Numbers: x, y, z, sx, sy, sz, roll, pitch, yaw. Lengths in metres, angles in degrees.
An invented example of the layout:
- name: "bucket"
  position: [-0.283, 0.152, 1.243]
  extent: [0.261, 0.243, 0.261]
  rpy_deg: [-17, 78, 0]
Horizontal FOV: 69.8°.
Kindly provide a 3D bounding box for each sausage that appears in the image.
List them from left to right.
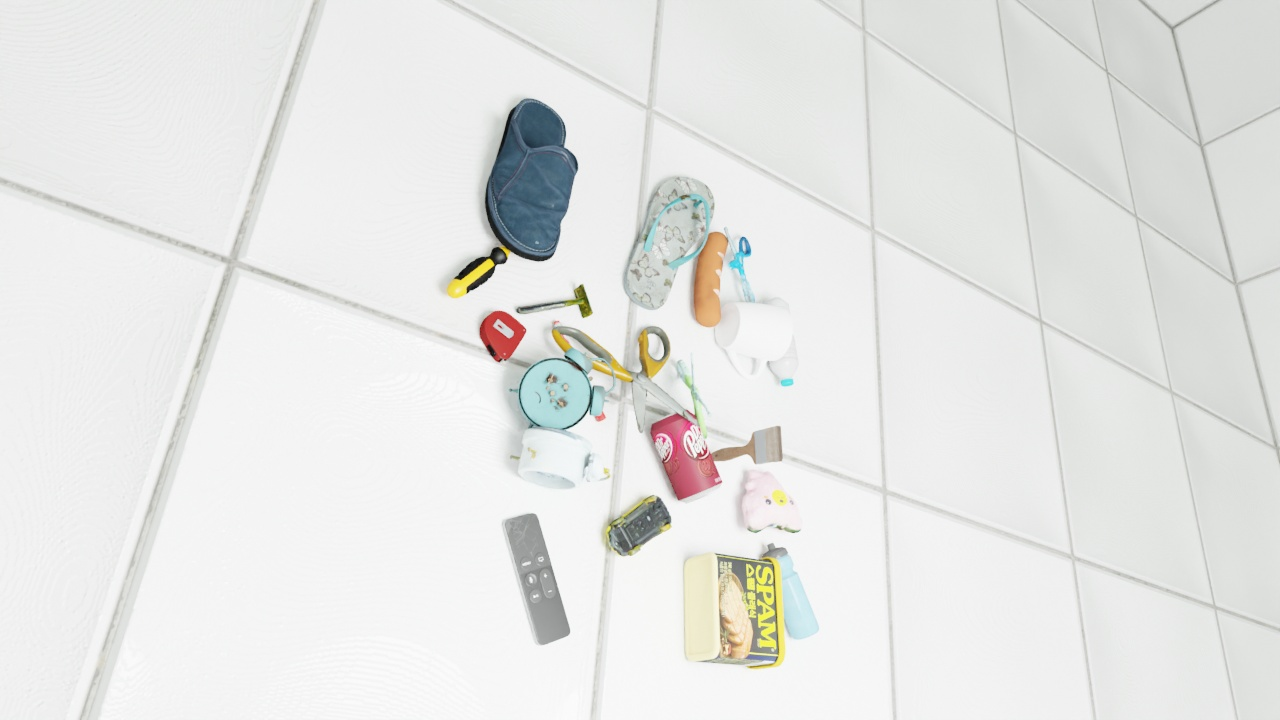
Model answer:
- name: "sausage"
  position: [0.103, -0.122, 1.355]
  extent: [0.044, 0.039, 0.164]
  rpy_deg: [15, 60, -11]

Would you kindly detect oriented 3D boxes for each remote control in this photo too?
- name: "remote control"
  position: [-0.119, 0.249, 1.050]
  extent: [0.045, 0.008, 0.146]
  rpy_deg: [-9, 76, -39]

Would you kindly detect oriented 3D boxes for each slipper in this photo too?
- name: "slipper"
  position: [-0.132, -0.256, 1.202]
  extent: [0.108, 0.084, 0.265]
  rpy_deg: [20, 56, -26]
- name: "slipper"
  position: [0.048, -0.188, 1.337]
  extent: [0.098, 0.055, 0.268]
  rpy_deg: [39, 54, -14]

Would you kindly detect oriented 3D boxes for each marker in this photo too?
- name: "marker"
  position: [-0.079, 0.013, 1.180]
  extent: [0.012, 0.013, 0.142]
  rpy_deg: [-22, 84, -41]

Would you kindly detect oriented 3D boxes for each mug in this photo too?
- name: "mug"
  position: [0.160, -0.029, 1.343]
  extent: [0.087, 0.081, 0.114]
  rpy_deg: [9, 96, -27]

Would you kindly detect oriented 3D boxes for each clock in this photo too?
- name: "clock"
  position: [-0.089, 0.119, 1.080]
  extent: [0.117, 0.083, 0.057]
  rpy_deg: [22, 64, -24]
- name: "clock"
  position: [-0.090, 0.036, 1.106]
  extent: [0.124, 0.053, 0.090]
  rpy_deg: [-22, 87, -11]

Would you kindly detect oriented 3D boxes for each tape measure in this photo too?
- name: "tape measure"
  position: [-0.172, -0.032, 1.125]
  extent: [0.051, 0.019, 0.058]
  rpy_deg: [40, 52, -16]

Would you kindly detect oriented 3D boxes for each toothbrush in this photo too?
- name: "toothbrush"
  position: [-0.180, -0.131, 1.159]
  extent: [0.031, 0.031, 0.196]
  rpy_deg: [52, 45, -10]

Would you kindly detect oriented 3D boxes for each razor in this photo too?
- name: "razor"
  position: [-0.113, -0.071, 1.187]
  extent: [0.105, 0.026, 0.042]
  rpy_deg: [-12, 80, -35]

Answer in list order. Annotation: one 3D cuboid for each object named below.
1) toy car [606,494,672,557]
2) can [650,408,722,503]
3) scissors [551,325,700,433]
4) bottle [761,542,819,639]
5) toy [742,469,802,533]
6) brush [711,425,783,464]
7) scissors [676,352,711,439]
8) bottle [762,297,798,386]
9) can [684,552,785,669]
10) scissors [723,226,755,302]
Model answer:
- name: "toy car"
  position: [-0.002, 0.206, 1.141]
  extent: [0.106, 0.030, 0.049]
  rpy_deg: [-26, 89, -43]
- name: "can"
  position: [0.059, 0.125, 1.200]
  extent: [0.063, 0.063, 0.114]
  rpy_deg: [-17, 81, -40]
- name: "scissors"
  position: [-0.007, 0.007, 1.194]
  extent: [0.225, 0.016, 0.229]
  rpy_deg: [35, 34, -1]
- name: "bottle"
  position: [0.200, 0.309, 1.240]
  extent: [0.040, 0.040, 0.130]
  rpy_deg: [-15, 80, -40]
- name: "toy"
  position: [0.177, 0.195, 1.267]
  extent: [0.102, 0.050, 0.093]
  rpy_deg: [13, 58, -36]
- name: "brush"
  position: [0.136, 0.117, 1.207]
  extent: [0.008, 0.143, 0.045]
  rpy_deg: [7, 75, -33]
- name: "scissors"
  position: [0.069, 0.039, 1.210]
  extent: [0.024, 0.172, 0.165]
  rpy_deg: [-11, 49, -3]
- name: "bottle"
  position: [0.213, -0.027, 1.394]
  extent: [0.044, 0.044, 0.136]
  rpy_deg: [8, 66, -34]
- name: "can"
  position: [0.116, 0.314, 1.155]
  extent: [0.104, 0.075, 0.135]
  rpy_deg: [14, 63, -29]
- name: "scissors"
  position: [0.154, -0.151, 1.402]
  extent: [0.134, 0.011, 0.139]
  rpy_deg: [62, 29, -28]
